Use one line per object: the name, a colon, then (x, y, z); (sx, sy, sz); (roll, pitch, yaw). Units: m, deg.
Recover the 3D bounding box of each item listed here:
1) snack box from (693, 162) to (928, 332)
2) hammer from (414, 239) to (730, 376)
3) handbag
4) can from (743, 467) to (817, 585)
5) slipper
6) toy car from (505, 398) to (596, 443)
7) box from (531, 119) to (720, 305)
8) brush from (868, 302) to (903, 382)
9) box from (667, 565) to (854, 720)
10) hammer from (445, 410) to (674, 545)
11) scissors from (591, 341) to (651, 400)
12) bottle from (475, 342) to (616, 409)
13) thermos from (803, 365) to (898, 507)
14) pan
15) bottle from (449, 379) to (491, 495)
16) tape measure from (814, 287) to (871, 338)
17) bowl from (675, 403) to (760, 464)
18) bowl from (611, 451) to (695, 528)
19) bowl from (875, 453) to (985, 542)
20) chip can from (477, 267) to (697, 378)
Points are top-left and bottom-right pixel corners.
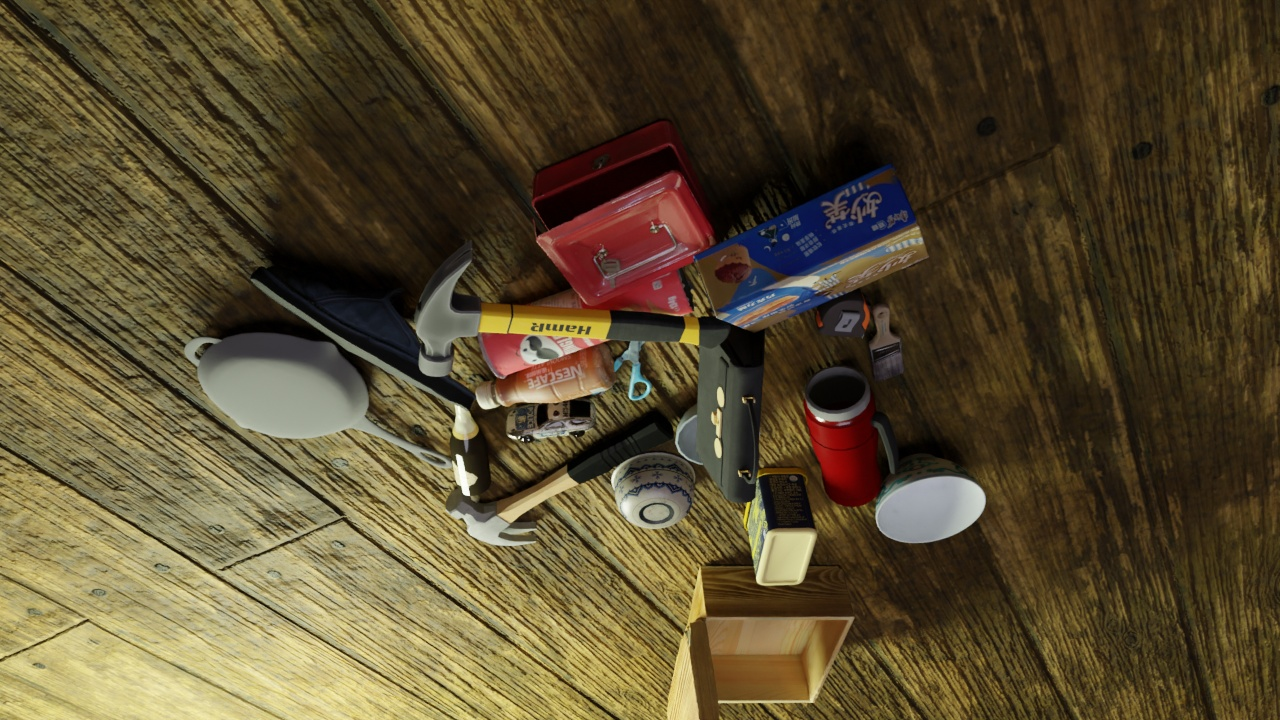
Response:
snack box: (0.174, -0.104, 0.917); (0.203, 0.069, 0.155); (-24, 169, 17)
hammer: (-0.062, -0.041, 0.931); (0.324, 0.034, 0.170); (3, 140, -16)
handbag: (0.110, 0.068, 1.007); (0.072, 0.195, 0.176); (-1, 114, -3)
can: (0.192, 0.231, 1.264); (0.075, 0.104, 0.135); (0, 134, -4)
slipper: (-0.283, -0.042, 0.995); (0.265, 0.083, 0.109); (31, 169, -15)
toy car: (-0.111, 0.070, 1.127); (0.113, 0.048, 0.041); (-8, 138, 3)
box: (-0.015, -0.145, 0.909); (0.158, 0.097, 0.130); (-22, 136, 11)
brush: (0.287, -0.020, 1.080); (0.039, 0.012, 0.151); (-17, 142, 9)
box: (0.167, 0.523, 1.392); (0.286, 0.335, 0.280); (3, 135, -4)
hammer: (-0.100, 0.157, 1.221); (0.329, 0.039, 0.131); (-30, 130, 22)
scissors: (-0.003, 0.005, 1.098); (0.095, 0.015, 0.143); (25, 131, -24)
bottle: (-0.114, 0.023, 1.077); (0.167, 0.059, 0.059); (-15, 133, 17)
thermos: (0.268, 0.102, 1.152); (0.108, 0.083, 0.199); (15, 145, 31)
pan: (-0.376, 0.067, 1.111); (0.354, 0.024, 0.217); (31, 131, -33)
bottle: (-0.217, 0.095, 1.146); (0.045, 0.045, 0.185); (-1, 134, -3)
tape measure: (0.233, -0.053, 1.042); (0.058, 0.038, 0.059); (5, 133, -9)
bowl: (0.096, 0.084, 1.162); (0.106, 0.039, 0.106); (-2, 134, -2)
bowl: (0.020, 0.183, 1.237); (0.115, 0.059, 0.116); (-2, 134, -2)
bowl: (0.384, 0.175, 1.245); (0.144, 0.074, 0.144); (-2, 134, -2)
chip can: (-0.058, -0.050, 1.003); (0.233, 0.073, 0.073); (-18, 132, 12)
